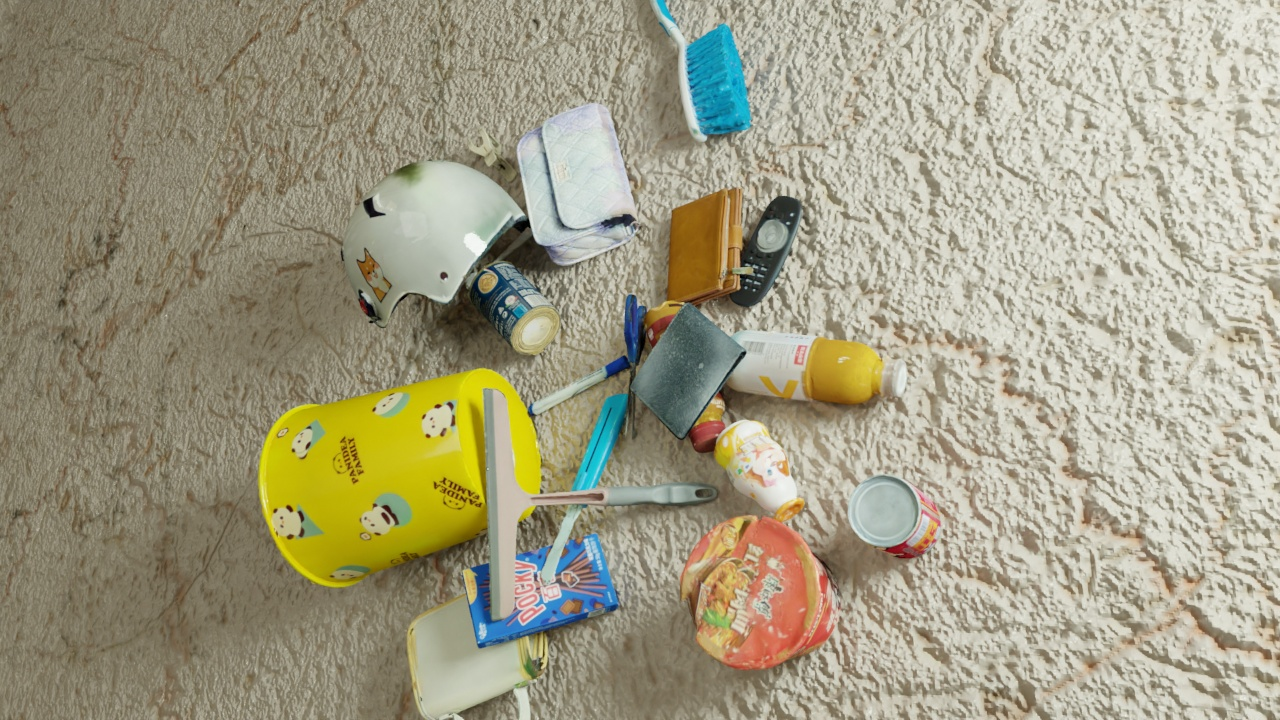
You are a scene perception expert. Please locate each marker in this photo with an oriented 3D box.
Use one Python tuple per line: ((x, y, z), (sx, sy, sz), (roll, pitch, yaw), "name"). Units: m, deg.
((-0.076, 0.032, 1.124), (0.146, 0.017, 0.017), (-27, 60, 20), "marker")

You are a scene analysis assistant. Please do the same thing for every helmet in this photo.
((-0.287, -0.166, 1.182), (0.275, 0.157, 0.229), (-11, 30, 46), "helmet")

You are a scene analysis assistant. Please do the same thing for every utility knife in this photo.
((-0.063, 0.142, 1.042), (0.034, 0.018, 0.237), (5, 62, 33), "utility knife")

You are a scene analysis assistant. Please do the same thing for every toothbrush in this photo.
((-0.174, -0.158, 1.254), (0.180, 0.016, 0.016), (-39, 51, 15), "toothbrush")

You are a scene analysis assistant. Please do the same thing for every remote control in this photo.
((0.144, -0.121, 1.040), (0.053, 0.024, 0.136), (23, 87, 41), "remote control")

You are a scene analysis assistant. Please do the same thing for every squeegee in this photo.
((-0.042, 0.150, 1.000), (0.249, 0.040, 0.247), (-2, 84, -2), "squeegee")

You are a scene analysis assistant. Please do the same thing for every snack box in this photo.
((-0.111, 0.252, 1.009), (0.157, 0.026, 0.084), (-14, 60, -11), "snack box")

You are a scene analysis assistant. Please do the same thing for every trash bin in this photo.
((-0.272, 0.130, 1.093), (0.256, 0.229, 0.229), (-17, 64, 19), "trash bin")

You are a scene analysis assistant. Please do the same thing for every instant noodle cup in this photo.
((0.124, 0.224, 0.875), (0.138, 0.108, 0.137), (-11, 67, 28), "instant noodle cup")

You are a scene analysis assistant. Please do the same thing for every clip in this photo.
((-0.216, -0.295, 1.312), (0.035, 0.071, 0.100), (-43, 53, 11), "clip")

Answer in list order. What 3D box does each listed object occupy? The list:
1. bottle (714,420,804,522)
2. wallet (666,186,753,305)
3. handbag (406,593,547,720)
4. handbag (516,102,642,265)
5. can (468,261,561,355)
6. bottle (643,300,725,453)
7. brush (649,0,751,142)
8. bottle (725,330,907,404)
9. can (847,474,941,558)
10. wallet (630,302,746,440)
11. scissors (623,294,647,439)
((0.124, 0.114, 0.944), (0.063, 0.063, 0.108), (-42, 57, 12), "bottle")
((0.077, -0.132, 1.066), (0.119, 0.035, 0.130), (-13, 65, 42), "wallet")
((-0.177, 0.355, 1.035), (0.164, 0.063, 0.178), (-28, 55, 19), "handbag")
((-0.082, -0.227, 1.182), (0.134, 0.075, 0.193), (-20, 64, 10), "handbag")
((-0.160, -0.067, 1.175), (0.075, 0.075, 0.111), (-50, 55, 6), "can")
((0.053, 0.018, 1.025), (0.058, 0.057, 0.174), (-29, 60, 19), "bottle")
((0.067, -0.406, 1.177), (0.110, 0.060, 0.314), (-20, 60, 28), "brush")
((0.177, 0.009, 0.946), (0.190, 0.068, 0.068), (7, 76, 33), "bottle")
((0.236, 0.146, 0.844), (0.067, 0.093, 0.066), (-11, 67, 28), "can")
((0.048, 0.011, 0.981), (0.097, 0.019, 0.121), (45, 108, 38), "wallet")
((-0.008, 0.000, 1.051), (0.012, 0.164, 0.162), (2, 44, 10), "scissors")
